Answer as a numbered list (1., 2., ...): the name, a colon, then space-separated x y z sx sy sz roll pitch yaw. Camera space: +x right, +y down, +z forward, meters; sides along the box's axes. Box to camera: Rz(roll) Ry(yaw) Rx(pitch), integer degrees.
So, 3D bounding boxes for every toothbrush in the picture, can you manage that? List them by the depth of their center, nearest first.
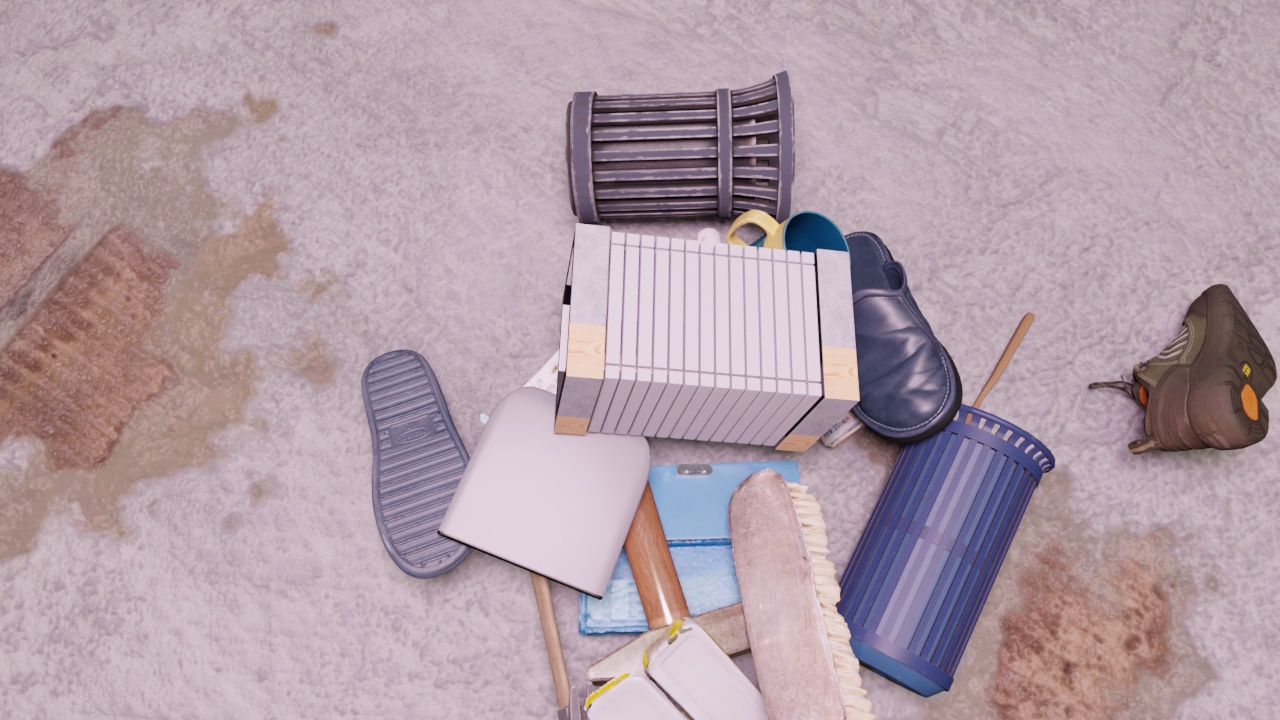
1. toothbrush: 0.378 0.018 0.975 0.016 0.016 0.166 32 78 10

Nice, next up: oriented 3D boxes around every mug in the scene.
1. mug: 0.138 -0.106 0.941 0.113 0.107 0.083 39 62 -14

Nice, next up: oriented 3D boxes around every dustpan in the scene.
1. dustpan: -0.066 0.077 0.885 0.163 0.033 0.257 22 75 0

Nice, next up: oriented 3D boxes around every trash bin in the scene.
1. trash bin: 0.053 -0.014 0.841 0.247 0.143 0.142 5 66 -7
2. trash bin: 0.274 0.178 0.868 0.139 0.139 0.249 27 78 8
3. trash bin: 0.041 -0.218 0.976 0.227 0.164 0.164 -1 74 4

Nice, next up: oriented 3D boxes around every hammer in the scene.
1. hammer: -0.095 0.211 0.889 0.030 0.120 0.330 -3 65 -24
2. hammer: -0.010 0.160 0.902 0.158 0.037 0.300 -16 64 -6

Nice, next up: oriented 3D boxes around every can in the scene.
1. can: 0.177 0.024 0.956 0.054 0.054 0.135 -34 77 -9

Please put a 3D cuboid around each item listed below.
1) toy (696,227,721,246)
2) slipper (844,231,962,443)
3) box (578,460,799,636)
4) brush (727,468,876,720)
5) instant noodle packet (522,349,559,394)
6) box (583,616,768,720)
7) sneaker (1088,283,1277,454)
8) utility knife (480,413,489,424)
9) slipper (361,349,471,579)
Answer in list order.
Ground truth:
1. toy: 0.083 -0.081 0.995 0.075 0.037 0.125 -32 81 -16
2. slipper: 0.224 -0.040 0.908 0.109 0.083 0.265 -30 48 23
3. box: 0.054 0.186 0.924 0.231 0.033 0.174 -1 67 1
4. brush: 0.138 0.224 0.822 0.083 0.056 0.270 -38 45 32
5. instant noodle packet: -0.077 0.039 0.928 0.087 0.026 0.134 39 75 14
6. box: 0.055 0.333 0.826 0.129 0.034 0.209 -40 112 -3
7. sneaker: 0.552 0.025 0.938 0.101 0.143 0.237 50 46 -8
8. utility knife: -0.120 0.084 0.964 0.116 0.015 0.022 31 78 11
9. slipper: -0.220 0.107 0.932 0.101 0.083 0.263 -17 55 -9
